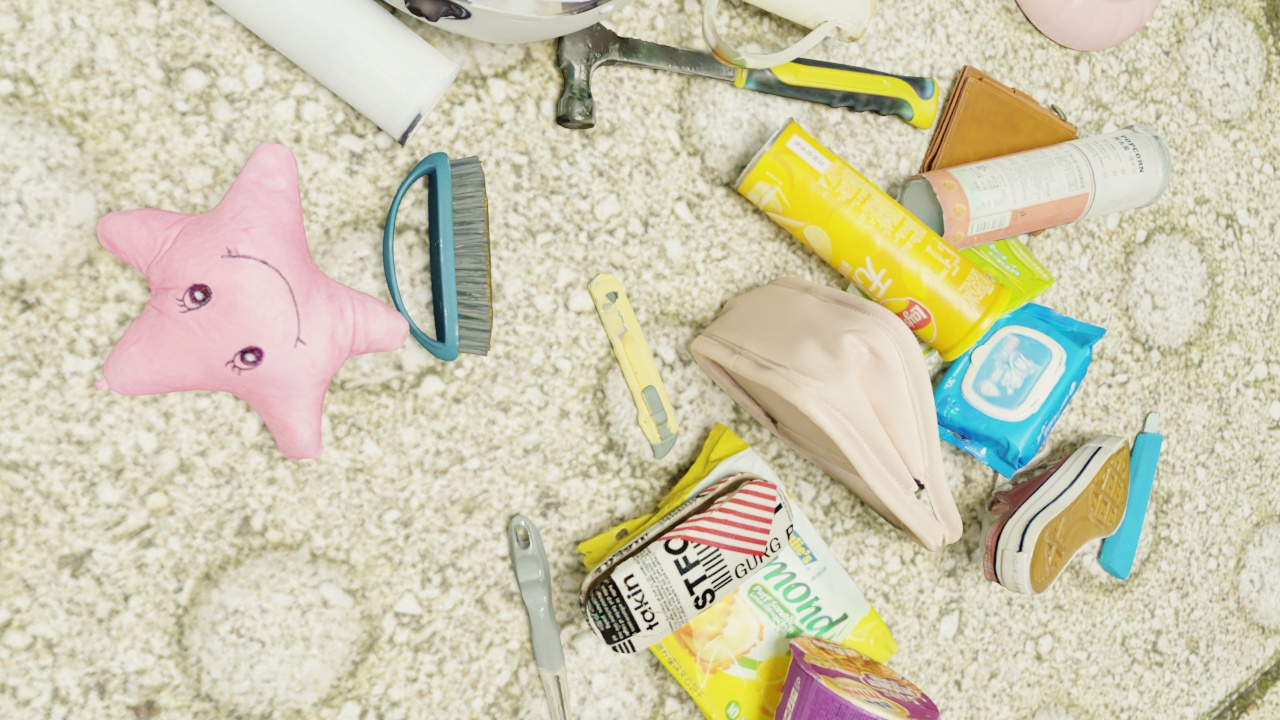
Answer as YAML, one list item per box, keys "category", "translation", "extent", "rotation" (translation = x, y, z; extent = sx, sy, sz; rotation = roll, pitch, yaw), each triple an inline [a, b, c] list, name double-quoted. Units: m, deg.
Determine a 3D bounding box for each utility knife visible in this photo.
- category: "utility knife"
  translation: [0.471, 0.125, 0.873]
  extent: [0.034, 0.018, 0.166]
  rotation: [22, 83, -22]
- category: "utility knife"
  translation: [-0.004, 0.004, 0.705]
  extent: [0.030, 0.018, 0.151]
  rotation: [-27, 96, -22]

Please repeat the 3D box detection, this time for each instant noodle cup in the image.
- category: "instant noodle cup"
  translation: [0.140, 0.266, 0.646]
  extent: [0.111, 0.111, 0.099]
  rotation: [18, 95, -19]

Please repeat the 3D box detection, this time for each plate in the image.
- category: "plate"
  translation: [0.410, -0.378, 0.820]
  extent: [0.192, 0.039, 0.192]
  rotation: [-1, 92, -19]

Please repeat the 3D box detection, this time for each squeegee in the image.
- category: "squeegee"
  translation: [-0.066, 0.233, 0.679]
  extent: [0.246, 0.039, 0.246]
  rotation: [-12, 90, -1]

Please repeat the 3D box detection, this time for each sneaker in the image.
- category: "sneaker"
  translation: [0.349, 0.123, 0.796]
  extent: [0.240, 0.088, 0.118]
  rotation: [-23, 113, -39]

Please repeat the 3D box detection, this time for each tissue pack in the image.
- category: "tissue pack"
  translation: [0.313, 0.015, 0.772]
  extent: [0.157, 0.095, 0.052]
  rotation: [-52, 149, -11]

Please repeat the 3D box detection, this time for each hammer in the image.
- category: "hammer"
  translation: [0.093, -0.229, 0.719]
  extent: [0.323, 0.032, 0.126]
  rotation: [2, 92, -19]

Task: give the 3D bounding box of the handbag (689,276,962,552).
- category: "handbag"
  translation: [0.155, 0.055, 0.678]
  extent: [0.093, 0.193, 0.234]
  rotation: [-40, 112, -7]

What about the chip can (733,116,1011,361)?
- category: "chip can"
  translation: [0.174, -0.092, 0.698]
  extent: [0.213, 0.072, 0.072]
  rotation: [39, 79, 2]

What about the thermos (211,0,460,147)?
- category: "thermos"
  translation: [-0.225, -0.236, 0.587]
  extent: [0.224, 0.073, 0.073]
  rotation: [36, 80, -17]

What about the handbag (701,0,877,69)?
- category: "handbag"
  translation: [0.105, -0.292, 0.680]
  extent: [0.163, 0.063, 0.178]
  rotation: [13, 73, -22]

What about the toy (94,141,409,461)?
- category: "toy"
  translation: [-0.253, -0.021, 0.583]
  extent: [0.178, 0.075, 0.194]
  rotation: [-32, 104, -11]

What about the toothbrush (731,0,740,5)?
- category: "toothbrush"
  translation: [0.021, -0.353, 0.698]
  extent: [0.018, 0.016, 0.191]
  rotation: [-36, 103, -5]

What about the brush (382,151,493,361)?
- category: "brush"
  translation: [-0.139, -0.071, 0.631]
  extent: [0.073, 0.055, 0.144]
  rotation: [-3, 93, -21]

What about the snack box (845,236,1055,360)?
- category: "snack box"
  translation: [0.257, -0.060, 0.765]
  extent: [0.156, 0.026, 0.085]
  rotation: [-28, 68, -16]

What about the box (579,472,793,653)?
- category: "box"
  translation: [0.036, 0.139, 0.629]
  extent: [0.164, 0.064, 0.074]
  rotation: [-34, 84, -13]

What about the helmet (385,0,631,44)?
- category: "helmet"
  translation: [-0.105, -0.310, 0.586]
  extent: [0.258, 0.146, 0.229]
  rotation: [2, 88, -15]

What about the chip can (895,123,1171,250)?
- category: "chip can"
  translation: [0.321, -0.139, 0.754]
  extent: [0.214, 0.071, 0.071]
  rotation: [-14, 97, -14]

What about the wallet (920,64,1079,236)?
- category: "wallet"
  translation: [0.319, -0.188, 0.797]
  extent: [0.130, 0.035, 0.119]
  rotation: [22, 87, -19]

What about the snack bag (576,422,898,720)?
- category: "snack bag"
  translation: [0.078, 0.190, 0.710]
  extent: [0.158, 0.068, 0.246]
  rotation: [-40, 104, -13]
